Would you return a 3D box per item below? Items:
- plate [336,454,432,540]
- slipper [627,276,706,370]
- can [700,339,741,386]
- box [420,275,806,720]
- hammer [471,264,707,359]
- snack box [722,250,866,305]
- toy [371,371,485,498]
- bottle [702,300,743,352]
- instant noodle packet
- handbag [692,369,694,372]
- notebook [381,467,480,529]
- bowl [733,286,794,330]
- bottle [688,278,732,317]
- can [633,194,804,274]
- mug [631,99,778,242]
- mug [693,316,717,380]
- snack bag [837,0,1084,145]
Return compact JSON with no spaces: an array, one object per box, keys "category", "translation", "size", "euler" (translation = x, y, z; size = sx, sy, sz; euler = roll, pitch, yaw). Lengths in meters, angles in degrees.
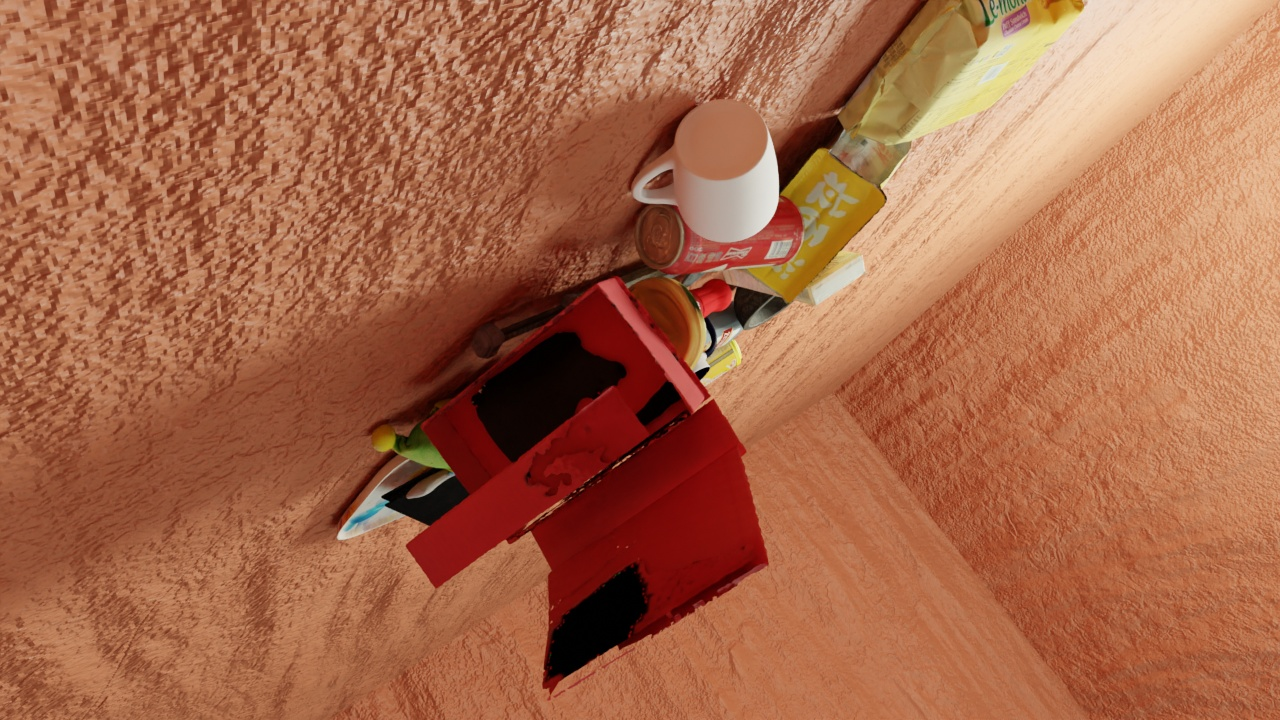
[{"category":"plate","translation":[-0.237,0.124,1.008],"size":[0.187,0.016,0.186],"euler":[-45,164,34]},{"category":"slipper","translation":[-0.045,0.017,0.836],"size":[0.078,0.099,0.264],"euler":[1,144,-38]},{"category":"can","translation":[0.084,0.002,1.295],"size":[0.105,0.067,0.068],"euler":[-33,167,-13]},{"category":"box","translation":[-0.022,0.112,0.737],"size":[0.211,0.315,0.124],"euler":[-36,157,19]},{"category":"hammer","translation":[-0.027,-0.064,0.861],"size":[0.315,0.028,0.147],"euler":[-26,164,-38]},{"category":"snack box","translation":[0.170,-0.103,1.034],"size":[0.081,0.026,0.150],"euler":[-32,-150,-24]},{"category":"toy","translation":[-0.180,0.067,0.863],"size":[0.131,0.097,0.124],"euler":[-50,-176,-37]},{"category":"bottle","translation":[0.105,-0.046,1.226],"size":[0.160,0.046,0.072],"euler":[-23,163,-45]},{"category":"instant noodle packet","translation":[0.207,-0.180,0.954],"size":[0.220,0.084,0.163],"euler":[-48,176,-45]},{"category":"handbag","translation":[-0.005,0.005,0.922],"size":[0.067,0.106,0.122],"euler":[-23,-179,-31]},{"category":"notebook","translation":[-0.152,0.116,1.020],"size":[0.231,0.019,0.169],"euler":[-28,160,-3]},{"category":"bowl","translation":[0.164,-0.098,1.172],"size":[0.121,0.056,0.121],"euler":[-34,167,-9]},{"category":"bottle","translation":[0.049,-0.056,0.994],"size":[0.118,0.036,0.036],"euler":[-26,164,-38]},{"category":"can","translation":[0.073,-0.113,0.813],"size":[0.169,0.067,0.067],"euler":[-10,153,-44]},{"category":"mug","translation":[0.047,-0.143,0.697],"size":[0.114,0.080,0.088],"euler":[-6,162,7]},{"category":"mug","translation":[0.031,-0.016,1.026],"size":[0.111,0.097,0.079],"euler":[-34,167,-11]},{"category":"snack bag","translation":[0.309,-0.286,0.860],"size":[0.246,0.068,0.160],"euler":[-27,163,-36]}]
